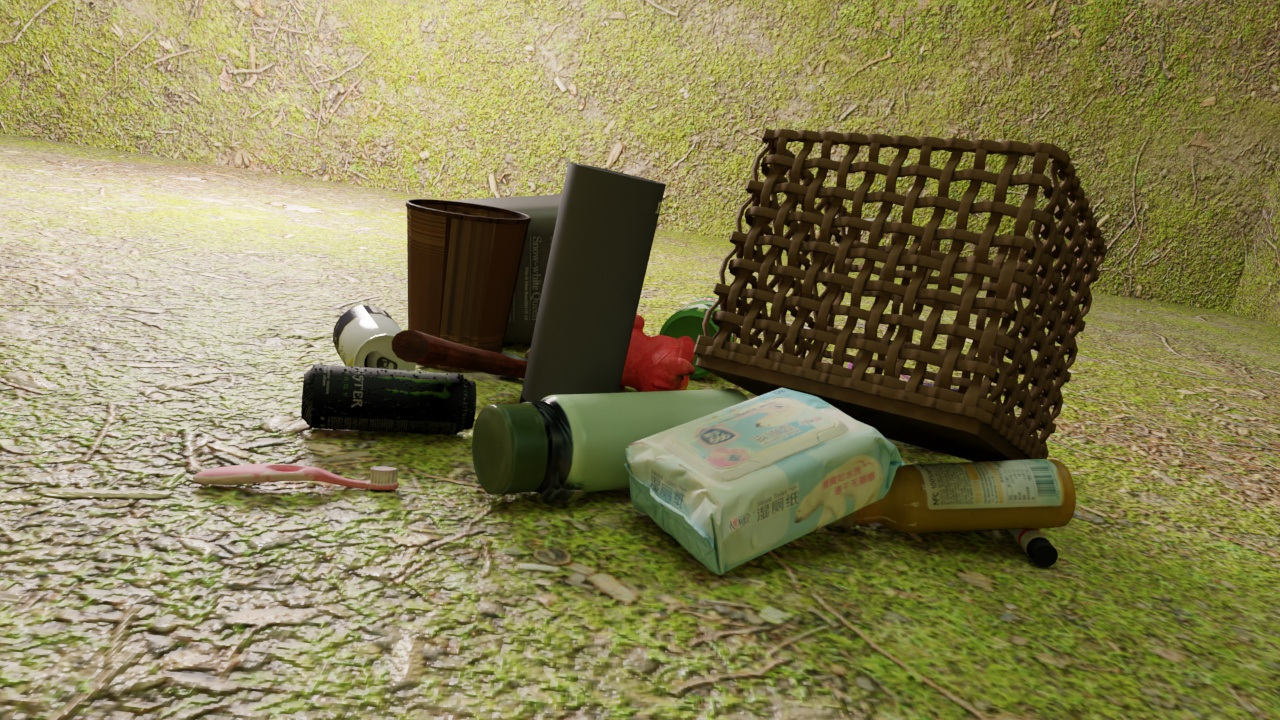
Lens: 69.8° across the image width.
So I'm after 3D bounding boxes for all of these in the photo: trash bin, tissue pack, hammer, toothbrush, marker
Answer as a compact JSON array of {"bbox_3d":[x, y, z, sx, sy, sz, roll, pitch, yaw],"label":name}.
[{"bbox_3d":[-0.156,-0.116,1.148,0.220,0.197,0.197,0,16,-9],"label":"trash bin"},{"bbox_3d":[0.088,0.077,0.659,0.181,0.070,0.112,-19,26,-27],"label":"tissue pack"},{"bbox_3d":[-0.132,0.003,0.829,0.111,0.028,0.300,13,-2,17],"label":"hammer"},{"bbox_3d":[-0.236,0.080,0.636,0.135,0.016,0.021,5,12,-18],"label":"toothbrush"},{"bbox_3d":[0.308,0.130,0.760,0.019,0.019,0.145,9,14,1],"label":"marker"}]

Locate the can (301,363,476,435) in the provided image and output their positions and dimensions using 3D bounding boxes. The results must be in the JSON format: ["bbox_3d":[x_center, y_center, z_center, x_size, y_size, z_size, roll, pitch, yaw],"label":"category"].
[{"bbox_3d":[-0.208,0.033,0.762,0.137,0.054,0.054,4,14,-18],"label":"can"}]

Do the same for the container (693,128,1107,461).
[{"bbox_3d":[0.228,-0.049,0.799,0.252,0.214,0.219,14,-6,37],"label":"container"}]

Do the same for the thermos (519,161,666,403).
[{"bbox_3d":[-0.045,-0.039,0.777,0.082,0.241,0.082,12,13,-3],"label":"thermos"}]

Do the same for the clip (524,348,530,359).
[{"bbox_3d":[-0.113,-0.011,1.067,0.060,0.024,0.039,-6,20,-36],"label":"clip"}]

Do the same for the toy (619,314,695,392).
[{"bbox_3d":[-0.006,0.006,0.960,0.133,0.088,0.094,6,25,-6],"label":"toy"}]

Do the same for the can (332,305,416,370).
[{"bbox_3d":[-0.257,-0.010,0.888,0.064,0.064,0.127,2,15,-27],"label":"can"}]

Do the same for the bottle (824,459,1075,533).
[{"bbox_3d":[0.233,0.106,0.708,0.186,0.053,0.053,-2,14,-2],"label":"bottle"}]

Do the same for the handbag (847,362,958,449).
[{"bbox_3d":[0.275,0.035,1.004,0.144,0.068,0.170,8,15,-10],"label":"handbag"}]

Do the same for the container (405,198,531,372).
[{"bbox_3d":[-0.195,-0.082,0.999,0.132,0.167,0.132,8,14,-2],"label":"container"}]

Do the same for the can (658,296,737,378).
[{"bbox_3d":[0.075,-0.032,1.144,0.083,0.083,0.144,11,14,11],"label":"can"}]

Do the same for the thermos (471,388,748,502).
[{"bbox_3d":[-0.016,0.065,0.715,0.231,0.082,0.082,-1,16,-35],"label":"thermos"}]
